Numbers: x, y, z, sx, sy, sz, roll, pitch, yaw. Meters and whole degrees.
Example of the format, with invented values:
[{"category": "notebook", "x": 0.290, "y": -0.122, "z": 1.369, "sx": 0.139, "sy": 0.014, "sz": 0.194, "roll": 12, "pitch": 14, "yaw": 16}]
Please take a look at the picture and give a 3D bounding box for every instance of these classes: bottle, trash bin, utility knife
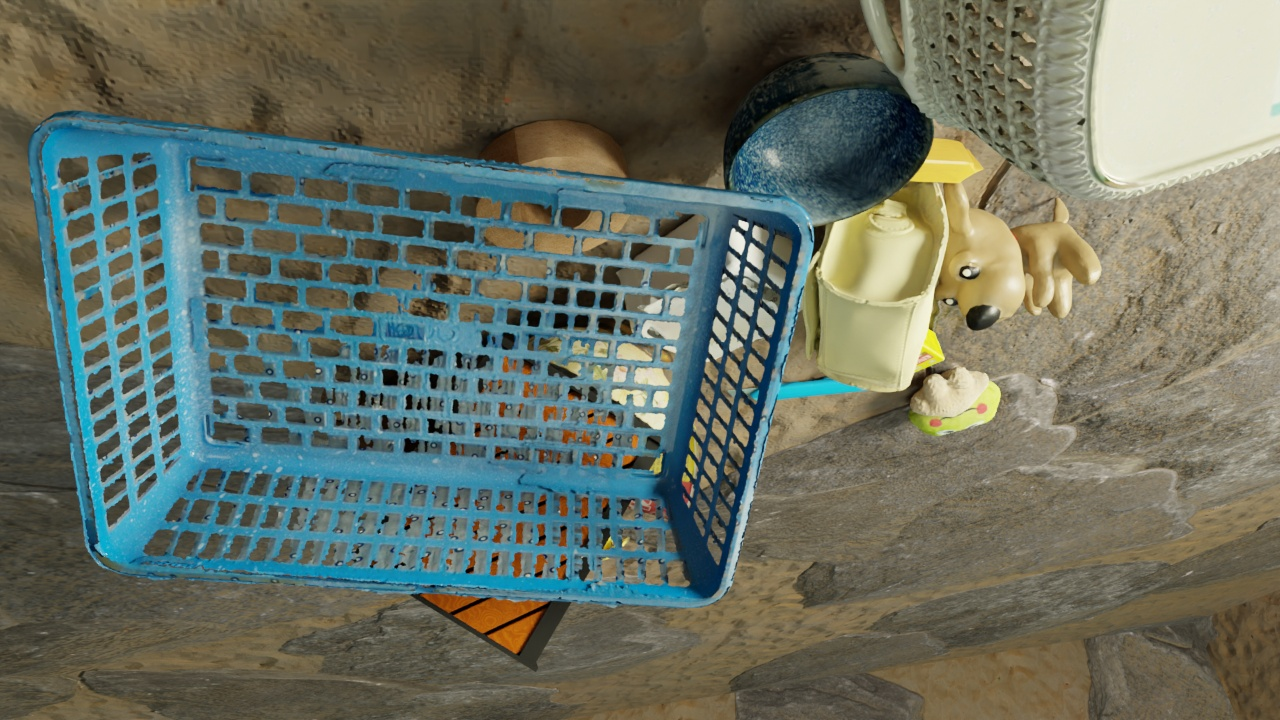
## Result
[{"category": "bottle", "x": -0.191, "y": 0.055, "z": 0.740, "sx": 0.068, "sy": 0.067, "sz": 0.157, "roll": -22, "pitch": 150, "yaw": 20}, {"category": "trash bin", "x": -0.092, "y": 0.101, "z": 0.663, "sx": 0.139, "sy": 0.171, "sz": 0.140, "roll": 32, "pitch": 166, "yaw": -2}, {"category": "utility knife", "x": 0.167, "y": 0.024, "z": 0.865, "sx": 0.174, "sy": 0.015, "sz": 0.031, "roll": -6, "pitch": 148, "yaw": -6}]

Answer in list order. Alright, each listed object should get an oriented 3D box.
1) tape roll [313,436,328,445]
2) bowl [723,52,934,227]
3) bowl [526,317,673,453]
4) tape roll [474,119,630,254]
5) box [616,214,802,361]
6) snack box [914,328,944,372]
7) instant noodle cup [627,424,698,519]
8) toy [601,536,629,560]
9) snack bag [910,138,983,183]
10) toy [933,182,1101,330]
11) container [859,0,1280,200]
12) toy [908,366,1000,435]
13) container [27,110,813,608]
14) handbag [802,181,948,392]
[{"category": "tape roll", "x": -0.249, "y": 0.087, "z": 0.792, "sx": 0.094, "sy": 0.018, "sz": 0.094, "roll": 12, "pitch": 164, "yaw": 3}, {"category": "bowl", "x": 0.099, "y": -0.132, "z": 0.512, "sx": 0.114, "sy": 0.060, "sz": 0.114, "roll": -6, "pitch": 152, "yaw": -4}, {"category": "bowl", "x": -0.022, "y": 0.009, "z": 0.690, "sx": 0.145, "sy": 0.063, "sz": 0.145, "roll": 29, "pitch": 166, "yaw": 8}, {"category": "tape roll", "x": -0.053, "y": -0.100, "z": 0.550, "sx": 0.094, "sy": 0.027, "sz": 0.094, "roll": -8, "pitch": 151, "yaw": -5}, {"category": "box", "x": 0.054, "y": -0.036, "z": 0.636, "sx": 0.108, "sy": 0.095, "sz": 0.102, "roll": -33, "pitch": 145, "yaw": 31}, {"category": "snack box", "x": 0.205, "y": -0.024, "z": 0.775, "sx": 0.040, "sy": 0.028, "sz": 0.148, "roll": -29, "pitch": 146, "yaw": 31}, {"category": "instant noodle cup", "x": -0.014, "y": 0.098, "z": 0.862, "sx": 0.112, "sy": 0.100, "sz": 0.101, "roll": 7, "pitch": 148, "yaw": -16}, {"category": "toy", "x": -0.110, "y": 0.148, "z": 0.877, "sx": 0.213, "sy": 0.149, "sz": 0.084, "roll": 11, "pitch": 112, "yaw": -42}, {"category": "snack bag", "x": 0.170, "y": -0.128, "z": 0.580, "sx": 0.099, "sy": 0.026, "sz": 0.020, "roll": -2, "pitch": 145, "yaw": -20}, {"category": "toy", "x": 0.255, "y": -0.071, "z": 0.648, "sx": 0.108, "sy": 0.105, "sz": 0.134, "roll": 1, "pitch": 155, "yaw": 1}, {"category": "container", "x": 0.232, "y": -0.173, "z": 0.373, "sx": 0.252, "sy": 0.143, "sz": 0.185, "roll": -19, "pitch": 135, "yaw": 3}, {"category": "toy", "x": 0.311, "y": 0.039, "z": 0.912, "sx": 0.092, "sy": 0.043, "sz": 0.118, "roll": -18, "pitch": 149, "yaw": 15}, {"category": "container", "x": -0.111, "y": 0.003, "z": 0.510, "sx": 0.362, "sy": 0.089, "sz": 0.258, "roll": 6, "pitch": 116, "yaw": -8}, {"category": "handbag", "x": 0.160, "y": -0.053, "z": 0.627, "sx": 0.081, "sy": 0.111, "sz": 0.119, "roll": 12, "pitch": 152, "yaw": 16}]
